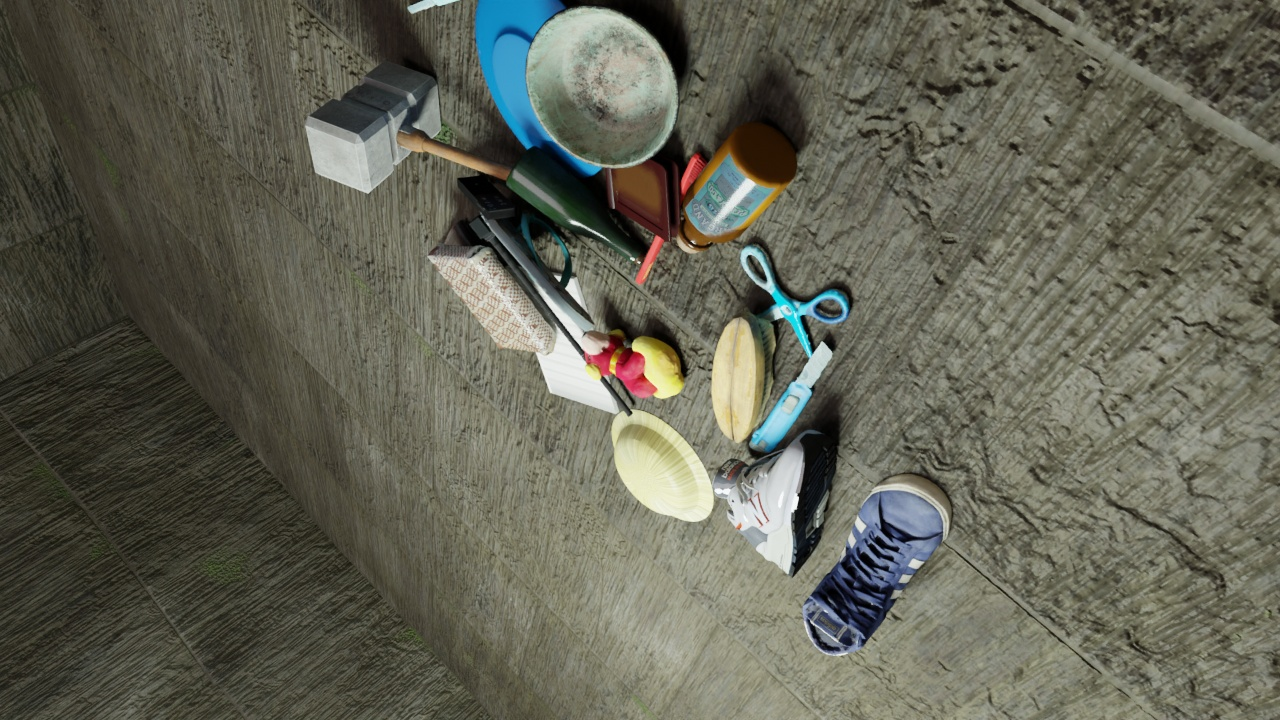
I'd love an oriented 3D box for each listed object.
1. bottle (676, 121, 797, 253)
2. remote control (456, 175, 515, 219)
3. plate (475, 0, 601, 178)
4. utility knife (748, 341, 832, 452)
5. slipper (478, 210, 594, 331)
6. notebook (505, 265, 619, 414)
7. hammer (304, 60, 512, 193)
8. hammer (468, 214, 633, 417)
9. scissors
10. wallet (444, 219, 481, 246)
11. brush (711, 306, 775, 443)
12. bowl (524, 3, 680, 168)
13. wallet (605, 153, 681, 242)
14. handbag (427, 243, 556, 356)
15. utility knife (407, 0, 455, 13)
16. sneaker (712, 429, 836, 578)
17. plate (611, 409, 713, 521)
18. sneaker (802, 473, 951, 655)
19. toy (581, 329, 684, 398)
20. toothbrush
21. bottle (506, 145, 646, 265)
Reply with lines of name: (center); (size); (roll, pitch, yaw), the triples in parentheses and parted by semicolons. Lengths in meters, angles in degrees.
bottle: (0.079, -0.150, 0.858); (0.068, 0.067, 0.157); (50, 147, 4)
remote control: (-0.191, -0.202, 1.124); (0.150, 0.034, 0.013); (-134, 38, -55)
plate: (-0.113, -0.295, 0.981); (0.224, 0.024, 0.225); (38, 148, 28)
utility knife: (0.160, 0.046, 0.989); (0.031, 0.015, 0.222); (28, 143, 6)
slipper: (-0.121, -0.131, 1.088); (0.098, 0.055, 0.268); (38, -171, -44)
notebook: (-0.107, -0.029, 1.257); (0.143, 0.009, 0.210); (15, 132, 43)
hammer: (-0.218, -0.246, 1.099); (0.318, 0.162, 0.083); (22, 139, 14)
hammer: (-0.111, -0.055, 1.191); (0.325, 0.015, 0.095); (53, -177, -13)
scissors: (0.151, -0.058, 0.907); (0.140, 0.011, 0.134); (-4, 118, 54)
wallet: (-0.248, -0.135, 1.316); (0.099, 0.031, 0.120); (56, 149, 0)
brush: (0.112, 0.018, 0.993); (0.059, 0.043, 0.196); (33, 145, 28)
bowl: (-0.031, -0.265, 0.879); (0.157, 0.038, 0.158); (13, 130, 16)
wallet: (-0.002, -0.184, 0.960); (0.115, 0.018, 0.092); (35, 142, 41)
handbag: (-0.196, -0.085, 1.241); (0.124, 0.046, 0.186); (8, 142, 47)
utility knife: (-0.221, -0.411, 1.035); (0.166, 0.015, 0.022); (10, 161, 48)
sneaker: (0.142, 0.148, 1.041); (0.124, 0.088, 0.240); (28, 143, 29)
plate: (0.016, 0.155, 1.252); (0.184, 0.036, 0.185); (32, 142, 29)
sneaker: (0.235, 0.225, 0.970); (0.091, 0.118, 0.234); (39, 145, 21)
toy: (-0.007, 0.007, 1.128); (0.137, 0.067, 0.106); (17, 137, 25)
toothbrush: (0.031, -0.142, 0.976); (0.018, 0.012, 0.213); (45, 147, 12)
bottle: (-0.066, -0.166, 1.027); (0.174, 0.055, 0.055); (37, 147, -4)
